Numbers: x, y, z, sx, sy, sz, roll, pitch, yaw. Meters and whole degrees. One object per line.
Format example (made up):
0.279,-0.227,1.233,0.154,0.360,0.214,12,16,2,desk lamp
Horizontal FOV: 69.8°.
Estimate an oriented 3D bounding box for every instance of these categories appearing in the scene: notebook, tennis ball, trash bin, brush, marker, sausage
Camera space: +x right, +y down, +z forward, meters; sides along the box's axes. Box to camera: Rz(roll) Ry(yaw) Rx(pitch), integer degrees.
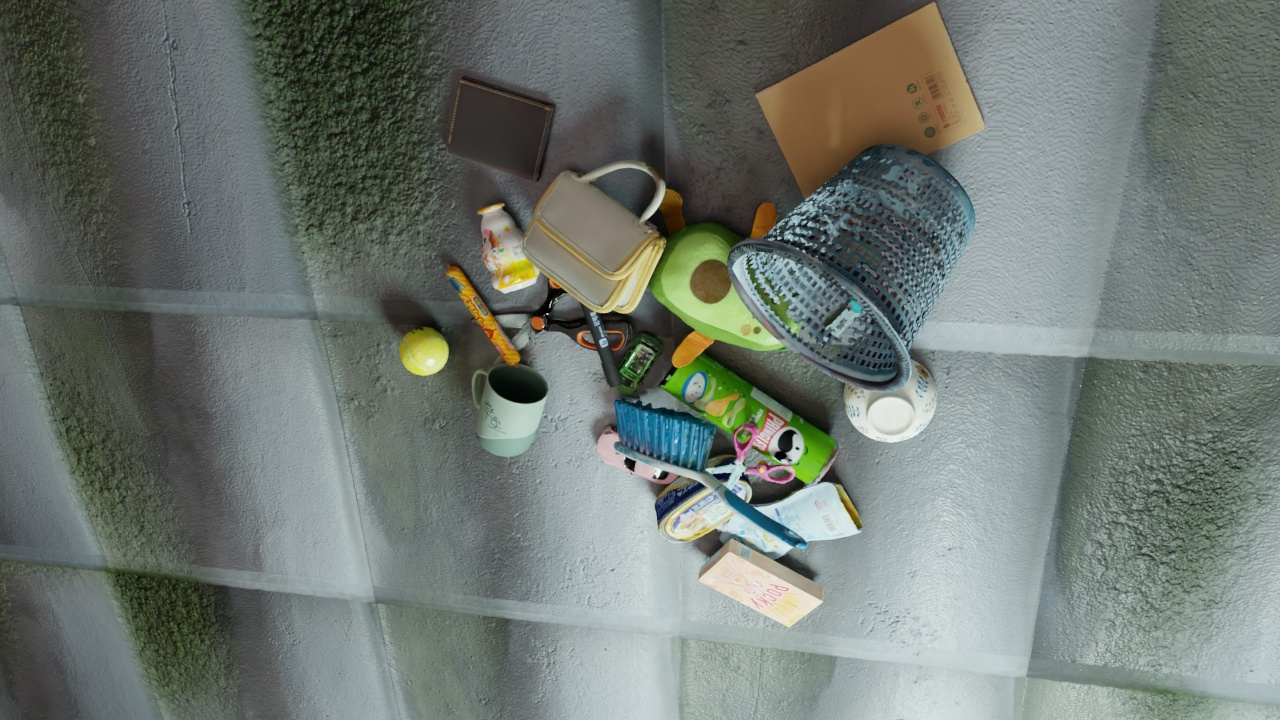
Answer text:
0.252,-0.277,1.015,0.208,0.008,0.148,-23,108,22,notebook
-0.292,-0.013,1.235,0.065,0.065,0.065,5,116,11,tennis ball
0.239,-0.110,0.974,0.226,0.227,0.194,43,76,-9,trash bin
0.080,0.131,1.129,0.315,0.060,0.109,15,97,41,brush
-0.052,-0.028,1.170,0.022,0.020,0.132,1,116,48,marker
-0.207,-0.059,1.209,0.021,0.021,0.165,-31,97,24,sausage

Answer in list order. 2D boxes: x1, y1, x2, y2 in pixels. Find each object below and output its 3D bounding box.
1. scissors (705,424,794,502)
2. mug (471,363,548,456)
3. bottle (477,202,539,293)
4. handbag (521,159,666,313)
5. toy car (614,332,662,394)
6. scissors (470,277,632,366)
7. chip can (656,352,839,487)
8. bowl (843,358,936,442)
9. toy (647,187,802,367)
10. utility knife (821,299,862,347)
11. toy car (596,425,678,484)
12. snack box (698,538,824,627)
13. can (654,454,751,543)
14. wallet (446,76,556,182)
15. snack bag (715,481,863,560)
0.125,0.129,1.157,0.133,0.017,0.128,-6,119,21,scissors
-0.186,0.062,1.237,0.112,0.082,0.107,36,130,19,mug
-0.169,-0.141,1.148,0.063,0.063,0.108,-16,99,19,bottle
-0.048,-0.161,1.076,0.163,0.063,0.179,39,116,24,handbag
-0.007,0.007,1.197,0.043,0.036,0.091,30,122,-4,toy car
-0.114,-0.064,1.198,0.221,0.021,0.222,19,116,10,scissors
0.138,0.068,1.172,0.236,0.072,0.072,34,118,-3,chip can
0.308,0.055,1.132,0.113,0.062,0.114,5,115,11,bowl
0.091,-0.092,1.094,0.246,0.089,0.227,29,111,-3,toy
0.286,-0.090,1.094,0.029,0.013,0.210,37,117,-6,utility knife
-0.003,0.132,1.255,0.122,0.037,0.056,20,116,4,toy car
0.169,0.314,1.288,0.157,0.026,0.085,29,130,-9,snack box
0.084,0.189,1.241,0.148,0.049,0.074,-37,121,21,can
-0.170,-0.278,1.107,0.122,0.020,0.096,19,113,5,wallet
0.196,0.226,1.249,0.191,0.038,0.110,-22,125,25,snack bag
